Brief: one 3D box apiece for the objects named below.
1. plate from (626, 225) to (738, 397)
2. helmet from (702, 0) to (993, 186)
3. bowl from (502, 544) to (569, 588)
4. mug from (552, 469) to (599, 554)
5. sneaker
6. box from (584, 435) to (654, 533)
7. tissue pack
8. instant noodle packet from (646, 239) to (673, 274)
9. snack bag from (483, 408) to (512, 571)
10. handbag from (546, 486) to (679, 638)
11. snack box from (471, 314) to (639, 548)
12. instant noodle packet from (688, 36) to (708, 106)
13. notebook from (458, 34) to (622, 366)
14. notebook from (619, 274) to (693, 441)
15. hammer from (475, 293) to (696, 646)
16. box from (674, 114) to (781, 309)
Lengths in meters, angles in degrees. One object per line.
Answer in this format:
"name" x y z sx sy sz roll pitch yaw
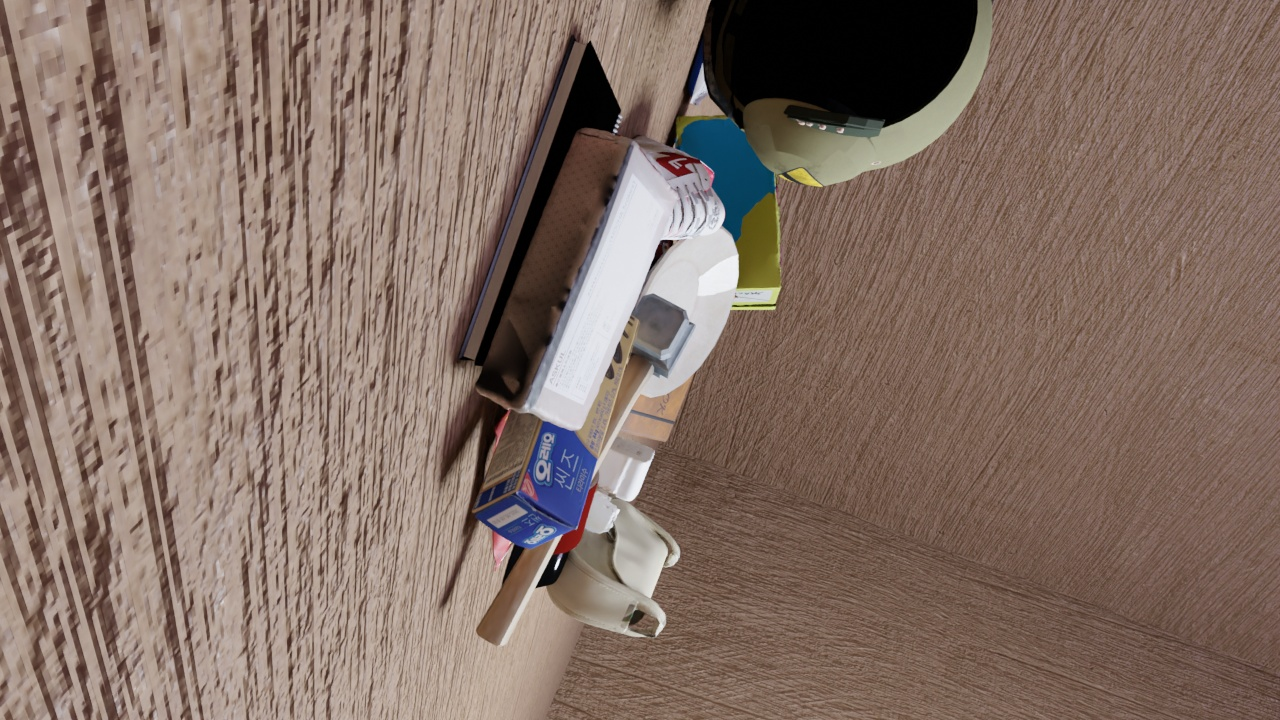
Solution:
"plate" 0.038 -0.053 0.942 0.188 0.027 0.189 -38 142 -37
"helmet" 0.154 -0.269 0.758 0.232 0.256 0.250 -19 130 -79
"bowl" -0.113 0.224 1.073 0.124 0.052 0.124 22 88 -85
"mug" -0.097 0.144 0.909 0.105 0.073 0.083 -20 137 -45
"sneaker" 0.022 -0.141 0.813 0.236 0.104 0.090 -54 163 -70
"box" -0.056 0.155 1.116 0.103 0.110 0.130 -38 146 -80
"tissue pack" -0.045 -0.050 0.602 0.104 0.071 0.181 31 76 -67
"instant noodle packet" 0.018 -0.142 1.041 0.135 0.040 0.098 -3 94 -85
"snack bag" -0.097 0.078 0.761 0.130 0.039 0.144 -59 159 -56
"handbag" -0.034 0.237 1.183 0.228 0.184 0.132 -60 170 -70
"snack box" -0.058 0.037 0.685 0.056 0.057 0.206 -30 -147 40
"instant noodle packet" 0.085 -0.364 1.069 0.087 0.026 0.134 -52 161 -74
"notebook" -0.062 -0.094 0.624 0.149 0.016 0.206 9 101 -84
"notebook" -0.005 0.004 0.965 0.249 0.014 0.178 21 91 -61
"hammer" -0.049 0.094 0.793 0.322 0.051 0.117 -61 174 -9
"box" 0.100 -0.174 1.075 0.082 0.124 0.220 81 7 -75
